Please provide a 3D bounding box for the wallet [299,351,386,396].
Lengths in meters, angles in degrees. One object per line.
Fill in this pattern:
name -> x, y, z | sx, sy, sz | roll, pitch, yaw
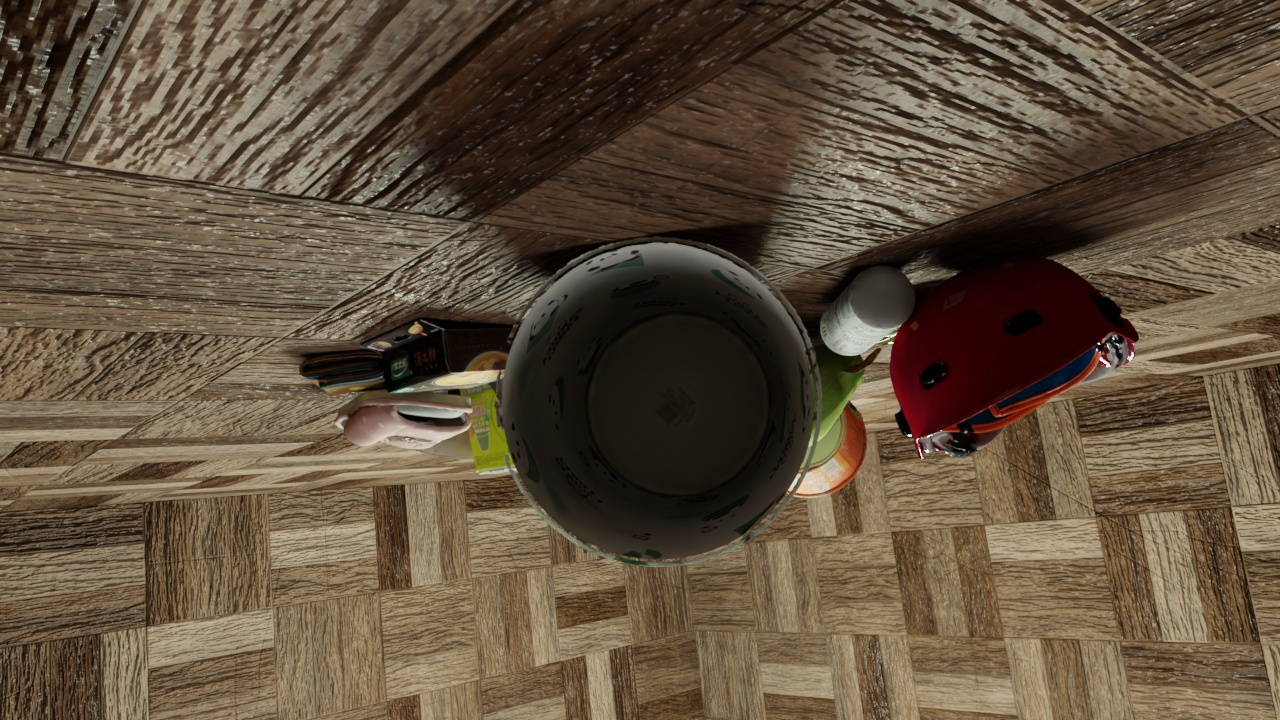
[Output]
wallet -> -0.299, 0.015, 0.955 | 0.090, 0.033, 0.115 | -6, 174, -12

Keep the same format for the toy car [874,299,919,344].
toy car -> 0.267, -0.039, 0.990 | 0.070, 0.042, 0.158 | -1, 172, -27

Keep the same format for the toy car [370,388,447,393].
toy car -> -0.271, 0.034, 1.077 | 0.090, 0.034, 0.043 | 0, 172, -28

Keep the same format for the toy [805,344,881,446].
toy -> 0.178, 0.043, 1.018 | 0.228, 0.090, 0.246 | -34, 179, 43

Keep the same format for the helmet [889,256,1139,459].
helmet -> 0.309, -0.016, 0.816 | 0.207, 0.144, 0.239 | -36, 159, 23

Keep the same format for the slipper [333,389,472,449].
slipper -> -0.275, 0.072, 1.038 | 0.114, 0.054, 0.275 | 10, 166, -35

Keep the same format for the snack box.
snack box -> -0.184, -0.003, 0.884 | 0.125, 0.053, 0.113 | -4, 172, -45

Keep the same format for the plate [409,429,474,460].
plate -> -0.249, 0.094, 1.236 | 0.162, 0.034, 0.266 | 10, -178, -16

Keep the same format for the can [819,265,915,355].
can -> 0.210, -0.043, 0.865 | 0.058, 0.058, 0.147 | -6, 171, -1

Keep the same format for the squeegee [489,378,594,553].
squeegee -> -0.014, 0.020, 0.926 | 0.249, 0.247, 0.040 | -32, 154, -4

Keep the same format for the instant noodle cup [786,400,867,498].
instant noodle cup -> 0.206, 0.092, 1.164 | 0.151, 0.151, 0.111 | -9, 162, 17

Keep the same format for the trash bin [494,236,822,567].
trash bin -> 0.024, 0.034, 0.758 | 0.230, 0.229, 0.252 | -8, 176, 6

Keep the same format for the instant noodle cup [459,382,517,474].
instant noodle cup -> -0.162, 0.072, 1.095 | 0.111, 0.123, 0.112 | -7, 171, -1
